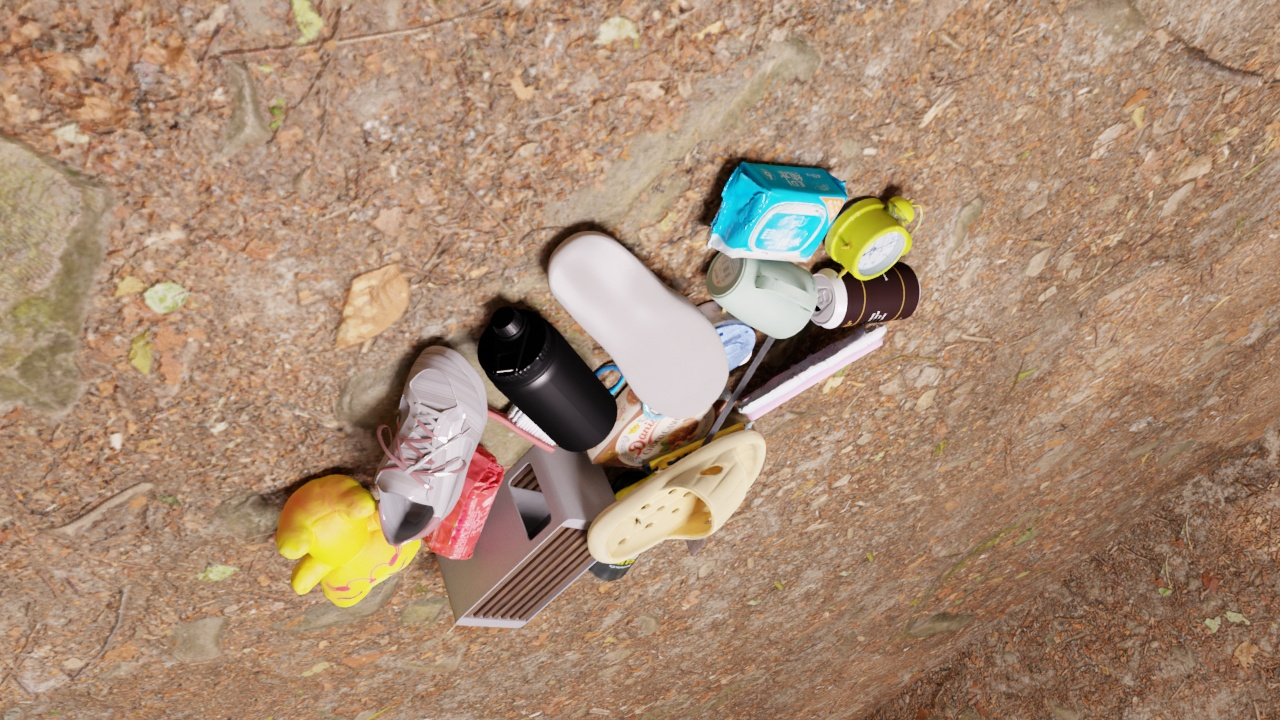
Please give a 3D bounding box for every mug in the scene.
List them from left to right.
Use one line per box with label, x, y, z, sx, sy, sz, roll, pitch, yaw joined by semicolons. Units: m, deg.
mug;0.137;-0.076;0.989;0.104;0.111;0.084;22;90;-35

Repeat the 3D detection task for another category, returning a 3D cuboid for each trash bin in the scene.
trash bin;-0.143;0.229;1.178;0.229;0.114;0.114;-45;141;22

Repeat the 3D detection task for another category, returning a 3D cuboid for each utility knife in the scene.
utility knife;0.075;0.111;1.188;0.159;0.017;0.030;-25;156;-9

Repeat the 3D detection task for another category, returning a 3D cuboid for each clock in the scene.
clock;0.087;-0.016;1.077;0.089;0.052;0.125;-25;144;-4
clock;0.266;-0.142;1.034;0.119;0.057;0.083;-29;144;-9

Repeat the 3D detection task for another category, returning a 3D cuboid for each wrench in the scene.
wrench;0.133;0.012;1.106;0.274;0.018;0.073;-61;174;21

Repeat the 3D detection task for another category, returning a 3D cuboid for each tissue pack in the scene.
tissue pack;0.138;-0.148;0.938;0.144;0.061;0.093;-1;137;-31

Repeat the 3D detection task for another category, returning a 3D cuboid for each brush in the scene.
brush;-0.147;0.061;1.040;0.030;0.041;0.172;-51;139;3
brush;0.054;0.188;1.228;0.008;0.143;0.045;-5;147;-26

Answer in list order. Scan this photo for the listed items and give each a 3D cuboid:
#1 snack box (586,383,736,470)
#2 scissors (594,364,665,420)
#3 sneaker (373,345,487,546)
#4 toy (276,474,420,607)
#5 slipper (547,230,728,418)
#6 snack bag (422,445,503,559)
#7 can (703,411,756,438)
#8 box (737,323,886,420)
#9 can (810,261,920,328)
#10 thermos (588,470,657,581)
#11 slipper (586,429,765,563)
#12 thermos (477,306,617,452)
snack box;0.024;0.077;1.159;0.146;0.041;0.143;11;130;-41
scissors;-0.007;0.003;1.052;0.118;0.013;0.140;8;117;9
sneaker;-0.225;0.100;0.946;0.099;0.089;0.237;17;121;2
toy;-0.342;0.207;1.052;0.134;0.087;0.194;-39;150;-14
slipper;-0.006;-0.046;0.974;0.113;0.080;0.266;-42;125;7
snack bag;-0.215;0.172;1.090;0.082;0.082;0.177;-2;136;-30
can;0.118;0.115;1.228;0.086;0.086;0.043;-28;146;1
box;0.213;0.014;1.147;0.201;0.037;0.152;-31;177;7
can;0.266;-0.079;1.096;0.128;0.072;0.072;-7;140;-25
thermos;-0.020;0.230;1.271;0.098;0.098;0.221;-10;148;-23
slipper;0.060;0.181;1.114;0.261;0.079;0.111;-26;135;-19
thermos;-0.101;0.018;0.970;0.086;0.086;0.198;-31;144;4
